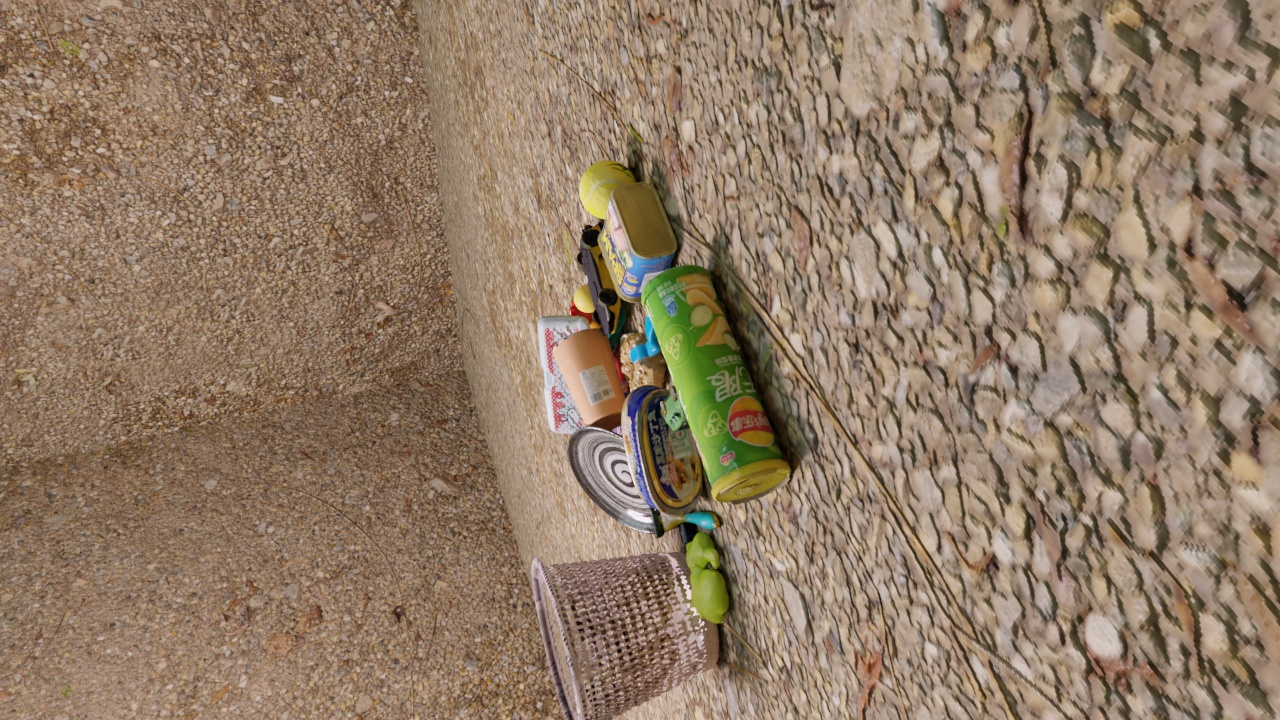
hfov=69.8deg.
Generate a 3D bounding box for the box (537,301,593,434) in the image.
[{"bbox_3d":[-0.107,0.017,1.396,0.095,0.098,0.202,-130,32,-58],"label":"box"}]

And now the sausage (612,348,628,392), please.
[{"bbox_3d":[-0.024,0.055,1.279,0.020,0.020,0.156,-135,35,-63],"label":"sausage"}]

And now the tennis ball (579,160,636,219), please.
[{"bbox_3d":[-0.036,-0.192,1.033,0.065,0.065,0.065,167,90,-75],"label":"tennis ball"}]

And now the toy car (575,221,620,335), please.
[{"bbox_3d":[-0.051,-0.105,1.201,0.071,0.041,0.155,113,144,-65],"label":"toy car"}]

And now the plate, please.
[{"bbox_3d":[-0.019,0.153,1.194,0.179,0.024,0.180,27,139,25],"label":"plate"}]

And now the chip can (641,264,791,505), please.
[{"bbox_3d":[0.064,0.016,0.831,0.073,0.072,0.221,106,148,-61],"label":"chip can"}]

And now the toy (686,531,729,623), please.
[{"bbox_3d":[0.075,0.252,1.050,0.097,0.031,0.100,118,136,-54],"label":"toy"}]

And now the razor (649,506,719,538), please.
[{"bbox_3d":[0.055,0.185,1.059,0.133,0.028,0.043,-14,85,59],"label":"razor"}]

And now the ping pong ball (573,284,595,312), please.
[{"bbox_3d":[-0.074,-0.088,1.300,0.040,0.040,0.040,167,90,-75],"label":"ping pong ball"}]

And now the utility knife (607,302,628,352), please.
[{"bbox_3d":[-0.038,-0.029,1.249,0.165,0.013,0.029,117,145,-55],"label":"utility knife"}]

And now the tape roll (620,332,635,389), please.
[{"bbox_3d":[-0.007,0.007,1.187,0.086,0.014,0.086,167,90,-74],"label":"tape roll"}]

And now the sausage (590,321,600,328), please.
[{"bbox_3d":[-0.047,0.017,1.322,0.021,0.021,0.165,148,109,-74],"label":"sausage"}]

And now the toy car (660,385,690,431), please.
[{"bbox_3d":[0.049,0.047,0.963,0.091,0.043,0.036,109,148,-65],"label":"toy car"}]

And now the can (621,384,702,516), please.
[{"bbox_3d":[0.025,0.101,1.037,0.049,0.074,0.148,-169,67,-70],"label":"can"}]

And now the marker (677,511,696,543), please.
[{"bbox_3d":[0.044,0.156,1.112,0.022,0.020,0.132,72,-176,-83],"label":"marker"}]

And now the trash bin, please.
[{"bbox_3d":[-0.016,0.332,1.136,0.228,0.192,0.227,167,90,-75],"label":"trash bin"}]

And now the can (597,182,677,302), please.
[{"bbox_3d":[-0.003,-0.128,0.987,0.083,0.057,0.102,110,144,-59],"label":"can"}]

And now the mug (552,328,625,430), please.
[{"bbox_3d":[-0.060,0.029,1.206,0.078,0.078,0.122,105,147,-60],"label":"mug"}]

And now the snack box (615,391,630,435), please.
[{"bbox_3d":[-0.010,0.128,1.248,0.084,0.026,0.157,-120,28,-46],"label":"snack box"}]

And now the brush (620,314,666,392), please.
[{"bbox_3d":[0.010,-0.021,1.025,0.255,0.046,0.083,105,152,-71],"label":"brush"}]
